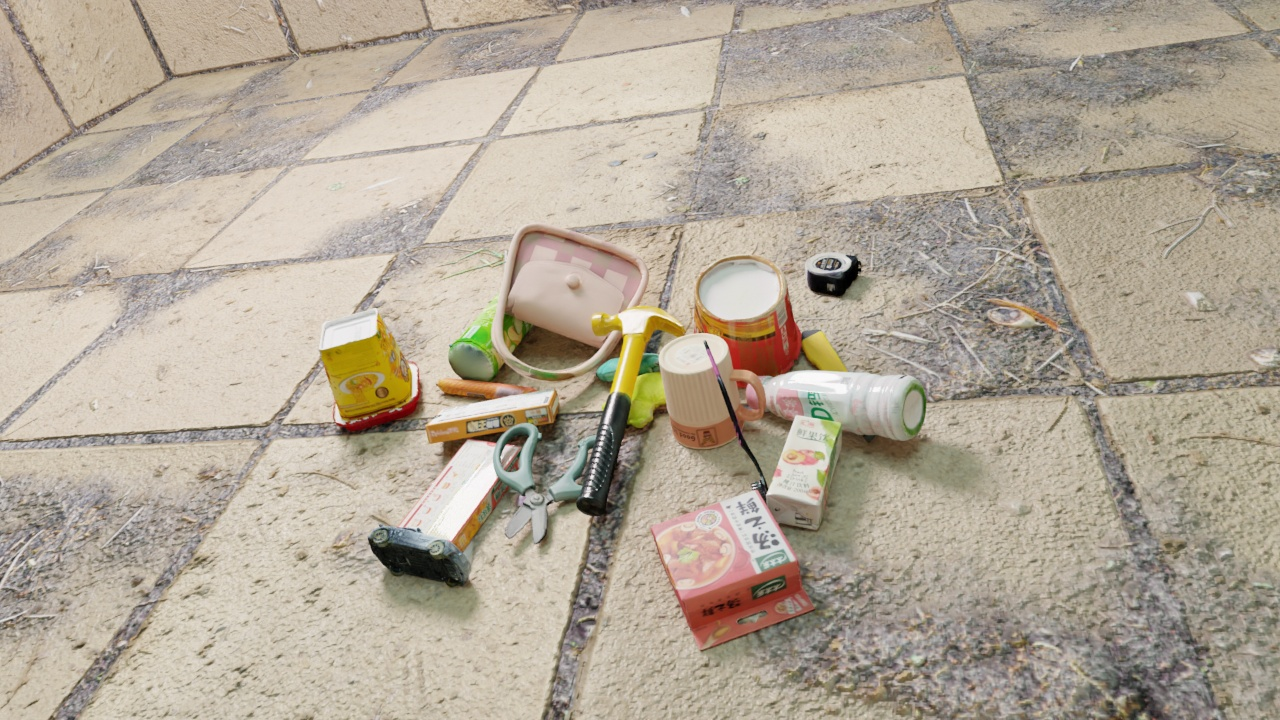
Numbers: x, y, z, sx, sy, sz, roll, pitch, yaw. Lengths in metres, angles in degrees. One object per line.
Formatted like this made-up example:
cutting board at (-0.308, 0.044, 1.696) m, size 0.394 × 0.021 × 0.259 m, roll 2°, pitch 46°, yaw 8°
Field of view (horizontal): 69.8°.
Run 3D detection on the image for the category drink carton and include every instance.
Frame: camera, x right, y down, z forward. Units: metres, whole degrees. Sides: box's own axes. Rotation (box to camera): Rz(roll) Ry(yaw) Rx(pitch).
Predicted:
drink carton at (0.168, 0.113, 0.934) m, size 0.053 × 0.046 × 0.122 m, roll 8°, pitch 40°, yaw 20°

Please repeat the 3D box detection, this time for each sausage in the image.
sausage at (-0.199, 0.039, 1.192) m, size 0.165 × 0.021 × 0.021 m, roll 6°, pitch 38°, yaw 26°

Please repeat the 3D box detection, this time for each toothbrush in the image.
toothbrush at (0.097, 0.066, 0.952) m, size 0.018 × 0.014 × 0.189 m, roll -23°, pitch 77°, yaw 10°

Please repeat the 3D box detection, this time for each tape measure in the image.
tape measure at (0.258, -0.119, 1.250) m, size 0.066 × 0.034 × 0.065 m, roll 16°, pitch 42°, yaw 33°

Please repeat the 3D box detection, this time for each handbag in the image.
handbag at (-0.106, -0.063, 1.213) m, size 0.193 × 0.094 × 0.233 m, roll 19°, pitch 52°, yaw 1°

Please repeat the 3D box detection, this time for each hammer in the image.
hammer at (-0.023, 0.046, 1.053) m, size 0.129 × 0.033 × 0.299 m, roll -5°, pitch 45°, yaw 21°

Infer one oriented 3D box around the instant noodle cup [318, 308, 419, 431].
instant noodle cup at (-0.359, 0.009, 1.200) m, size 0.116 × 0.124 × 0.116 m, roll -16°, pitch 34°, yaw -4°

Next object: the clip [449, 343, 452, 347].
clip at (-0.251, -0.014, 1.293) m, size 0.047 × 0.014 × 0.057 m, roll -27°, pitch 35°, yaw -23°

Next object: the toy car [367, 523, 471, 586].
toy car at (-0.226, 0.198, 0.942) m, size 0.121 × 0.054 × 0.036 m, roll 7°, pitch 41°, yaw 27°

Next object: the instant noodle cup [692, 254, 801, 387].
instant noodle cup at (0.125, -0.054, 1.104) m, size 0.138 × 0.109 × 0.137 m, roll -5°, pitch 52°, yaw 6°

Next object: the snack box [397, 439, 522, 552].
snack box at (-0.198, 0.150, 1.026) m, size 0.077 × 0.027 × 0.155 m, roll 5°, pitch 38°, yaw 25°

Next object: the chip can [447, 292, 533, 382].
chip can at (-0.188, -0.054, 1.278) m, size 0.073 × 0.073 × 0.220 m, roll 3°, pitch 37°, yaw 23°

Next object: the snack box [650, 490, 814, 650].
snack box at (0.083, 0.191, 0.853) m, size 0.113 × 0.044 × 0.127 m, roll -18°, pitch 35°, yaw -7°

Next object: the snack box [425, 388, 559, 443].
snack box at (-0.178, 0.067, 1.119) m, size 0.154 × 0.026 × 0.075 m, roll -10°, pitch 13°, yaw 4°

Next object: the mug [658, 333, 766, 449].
mug at (0.082, 0.035, 1.024) m, size 0.115 × 0.106 × 0.081 m, roll 3°, pitch 38°, yaw 24°

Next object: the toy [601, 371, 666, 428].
toy at (0.002, 0.045, 1.105) m, size 0.097 × 0.031 × 0.099 m, roll -2°, pitch 36°, yaw 21°

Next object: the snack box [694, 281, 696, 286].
snack box at (0.131, -0.071, 1.231) m, size 0.084 × 0.026 × 0.157 m, roll -15°, pitch 34°, yaw -2°

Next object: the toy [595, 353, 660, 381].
toy at (-0.007, 0.007, 1.149) m, size 0.091 × 0.030 × 0.096 m, roll -13°, pitch 2°, yaw -14°

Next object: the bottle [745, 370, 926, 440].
bottle at (0.206, 0.043, 0.998) m, size 0.197 × 0.068 × 0.068 m, roll 6°, pitch 37°, yaw 42°

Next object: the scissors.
scissors at (-0.119, 0.127, 1.014) m, size 0.171 × 0.019 × 0.176 m, roll 25°, pitch 48°, yaw 22°

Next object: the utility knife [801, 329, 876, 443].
utility knife at (0.230, 0.026, 1.065) m, size 0.033 × 0.015 × 0.216 m, roll -29°, pitch 36°, yaw 9°
